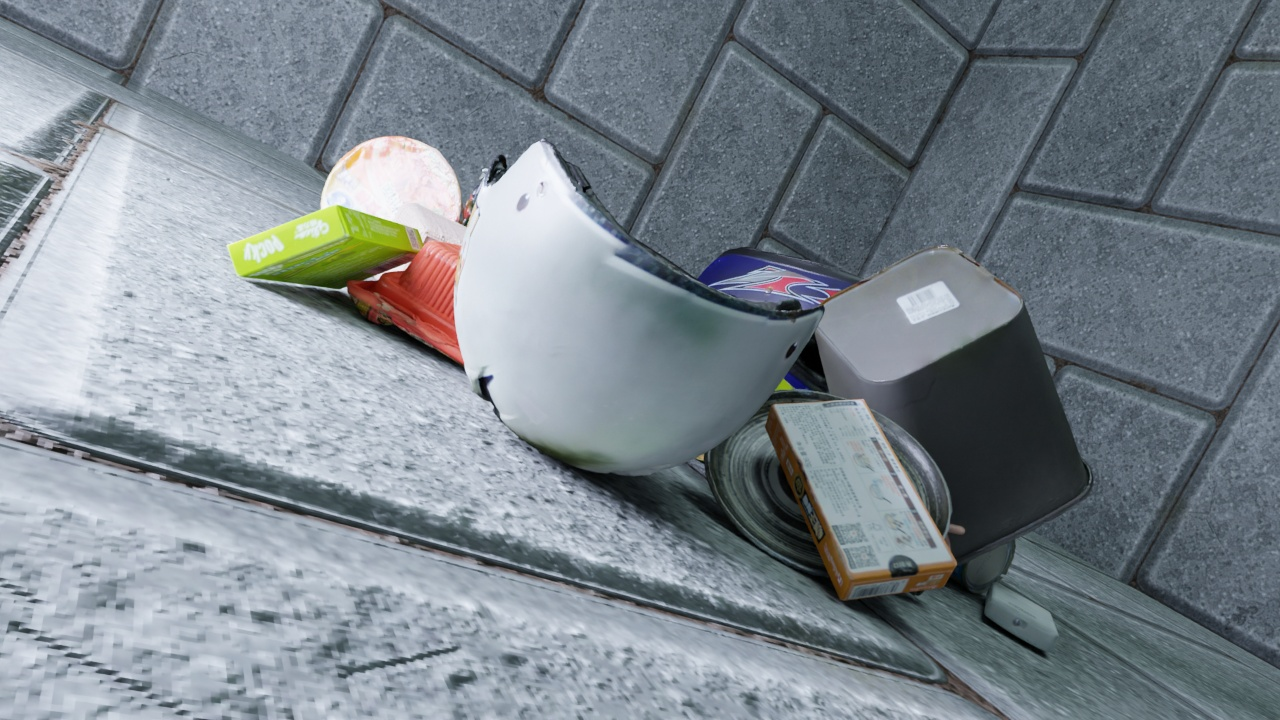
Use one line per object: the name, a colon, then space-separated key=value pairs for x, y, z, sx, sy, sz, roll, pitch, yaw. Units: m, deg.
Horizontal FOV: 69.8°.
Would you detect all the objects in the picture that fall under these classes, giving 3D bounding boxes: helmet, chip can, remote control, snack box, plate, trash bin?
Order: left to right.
snack box: x=-0.228 y=-0.082 z=0.689 sx=0.156 sy=0.086 sz=0.026 roll=-15 pitch=85 yaw=-83
helmet: x=-0.024 y=-0.015 z=0.583 sx=0.230 sy=0.157 sz=0.274 roll=30 pitch=1 yaw=-14
helmet: x=0.196 y=-0.015 z=1.318 sx=0.316 sy=0.240 sz=0.247 roll=17 pitch=-4 yaw=36
plate: x=0.131 y=0.088 z=0.659 sx=0.179 sy=0.024 sz=0.179 roll=6 pitch=42 yaw=-6
snack box: x=0.144 y=0.088 z=0.623 sx=0.075 sy=0.026 sz=0.153 roll=-3 pitch=42 yaw=-15
chip can: x=0.280 y=0.158 z=0.954 sx=0.071 sy=0.071 sz=0.210 roll=24 pitch=6 yaw=-36
trash bin: x=0.280 y=0.035 z=0.858 sx=0.220 sy=0.198 sz=0.199 roll=63 pitch=0 yaw=-32
remote control: x=0.331 y=0.223 z=0.802 sx=0.058 sy=0.021 sz=0.150 roll=29 pitch=4 yaw=23

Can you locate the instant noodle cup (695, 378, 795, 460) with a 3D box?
instant noodle cup: x=0.128 y=0.075 z=0.856 sx=0.123 sy=0.111 sz=0.111 roll=35 pitch=2 yaw=-17

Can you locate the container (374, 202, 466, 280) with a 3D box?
container: x=-0.204 y=-0.093 z=0.907 sx=0.090 sy=0.090 sz=0.111 roll=25 pitch=7 yaw=-27

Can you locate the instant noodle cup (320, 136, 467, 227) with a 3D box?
instant noodle cup: x=-0.262 y=-0.160 z=1.023 sx=0.151 sy=0.151 sz=0.111 roll=27 pitch=-4 yaw=3

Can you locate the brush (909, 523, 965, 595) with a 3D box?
brush: x=0.169 y=0.120 z=0.704 sx=0.146 sy=0.073 sz=0.063 roll=28 pitch=2 yaw=18

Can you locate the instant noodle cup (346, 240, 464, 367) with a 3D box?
instant noodle cup: x=-0.123 y=-0.035 z=0.751 sx=0.189 sy=0.079 sz=0.164 roll=32 pitch=8 yaw=7
